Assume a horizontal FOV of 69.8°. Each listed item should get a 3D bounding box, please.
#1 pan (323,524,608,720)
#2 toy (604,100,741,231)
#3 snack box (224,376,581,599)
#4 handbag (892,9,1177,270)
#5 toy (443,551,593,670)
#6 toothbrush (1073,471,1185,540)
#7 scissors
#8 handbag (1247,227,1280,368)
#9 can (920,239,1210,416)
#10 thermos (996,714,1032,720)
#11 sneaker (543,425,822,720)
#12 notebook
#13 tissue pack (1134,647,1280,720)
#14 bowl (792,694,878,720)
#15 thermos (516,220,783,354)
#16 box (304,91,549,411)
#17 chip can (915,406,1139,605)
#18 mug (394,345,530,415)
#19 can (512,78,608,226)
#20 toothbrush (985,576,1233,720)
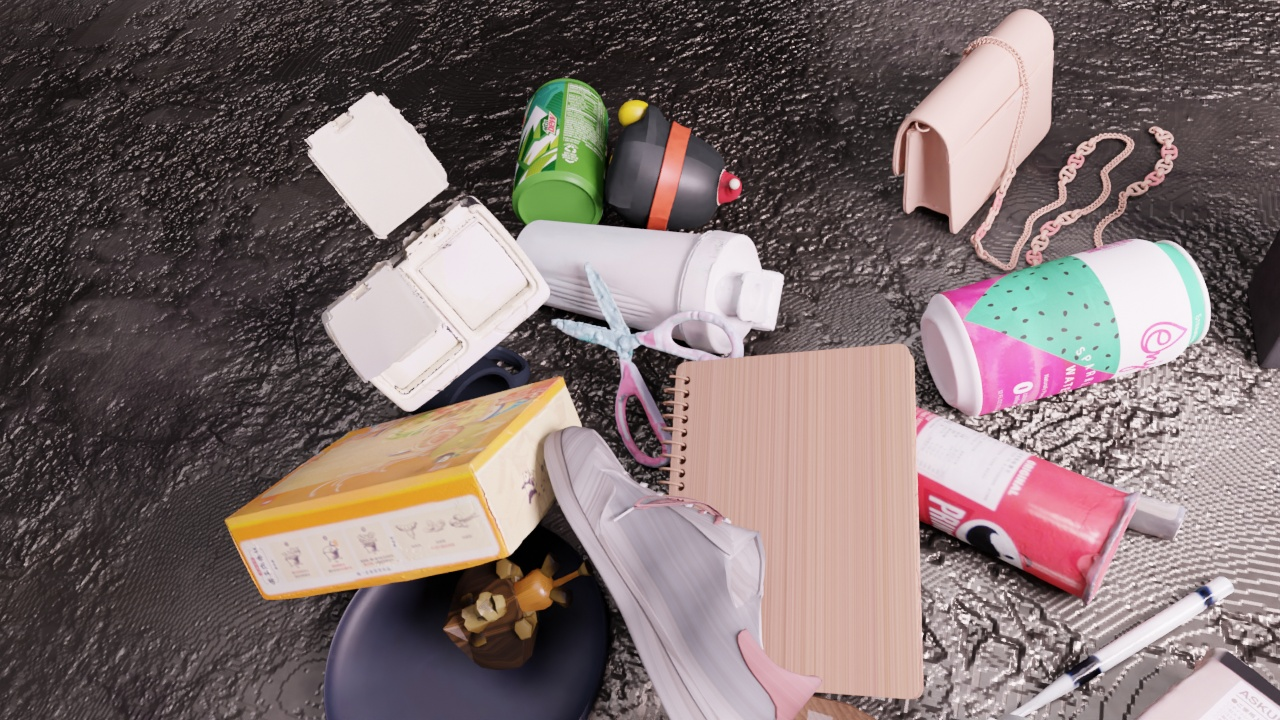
[{"bbox_3d":[-0.063,0.233,0.575,0.356,0.021,0.198,33,68,34],"label":"pan"},{"bbox_3d":[0.028,-0.160,0.811,0.119,0.098,0.099,14,56,-2],"label":"toy"},{"bbox_3d":[-0.148,0.091,0.623,0.196,0.080,0.144,-15,15,22],"label":"snack box"},{"bbox_3d":[0.321,-0.180,0.719,0.187,0.117,0.198,32,67,33],"label":"handbag"},{"bbox_3d":[-0.076,0.152,0.584,0.100,0.062,0.076,-29,67,16],"label":"toy"},{"bbox_3d":[0.255,0.072,0.607,0.186,0.022,0.024,21,94,29],"label":"toothbrush"},{"bbox_3d":[0.007,-0.013,0.686,0.159,0.014,0.172,-33,71,29],"label":"scissors"},{"bbox_3d":[0.507,-0.066,0.544,0.196,0.176,0.072,6,54,16],"label":"handbag"},{"bbox_3d":[0.285,-0.023,0.628,0.166,0.088,0.088,-16,51,4],"label":"can"},{"bbox_3d":[0.152,0.286,0.444,0.068,0.068,0.229,26,64,31],"label":"thermos"},{"bbox_3d":[0.025,0.115,0.537,0.089,0.099,0.236,-33,55,0],"label":"sneaker"},{"bbox_3d":[0.088,0.097,0.582,0.169,0.022,0.210,-5,69,25],"label":"notebook"},{"bbox_3d":[0.322,0.240,0.438,0.103,0.071,0.181,-26,51,-25],"label":"tissue pack"},{"bbox_3d":[0.093,0.237,0.503,0.118,0.030,0.117,-1,24,0],"label":"bowl"},{"bbox_3d":[0.004,-0.068,0.746,0.221,0.099,0.099,13,58,30],"label":"thermos"},{"bbox_3d":[-0.156,-0.059,0.604,0.143,0.194,0.101,-42,31,-4],"label":"box"},{"bbox_3d":[0.187,0.069,0.597,0.233,0.073,0.073,25,63,31],"label":"chip can"},{"bbox_3d":[-0.139,0.016,0.742,0.077,0.071,0.104,30,40,33],"label":"mug"},{"bbox_3d":[-0.073,-0.192,0.866,0.083,0.083,0.143,-7,52,11],"label":"can"},{"bbox_3d":[0.265,0.173,0.528,0.186,0.017,0.012,-28,54,-6],"label":"toothbrush"}]
